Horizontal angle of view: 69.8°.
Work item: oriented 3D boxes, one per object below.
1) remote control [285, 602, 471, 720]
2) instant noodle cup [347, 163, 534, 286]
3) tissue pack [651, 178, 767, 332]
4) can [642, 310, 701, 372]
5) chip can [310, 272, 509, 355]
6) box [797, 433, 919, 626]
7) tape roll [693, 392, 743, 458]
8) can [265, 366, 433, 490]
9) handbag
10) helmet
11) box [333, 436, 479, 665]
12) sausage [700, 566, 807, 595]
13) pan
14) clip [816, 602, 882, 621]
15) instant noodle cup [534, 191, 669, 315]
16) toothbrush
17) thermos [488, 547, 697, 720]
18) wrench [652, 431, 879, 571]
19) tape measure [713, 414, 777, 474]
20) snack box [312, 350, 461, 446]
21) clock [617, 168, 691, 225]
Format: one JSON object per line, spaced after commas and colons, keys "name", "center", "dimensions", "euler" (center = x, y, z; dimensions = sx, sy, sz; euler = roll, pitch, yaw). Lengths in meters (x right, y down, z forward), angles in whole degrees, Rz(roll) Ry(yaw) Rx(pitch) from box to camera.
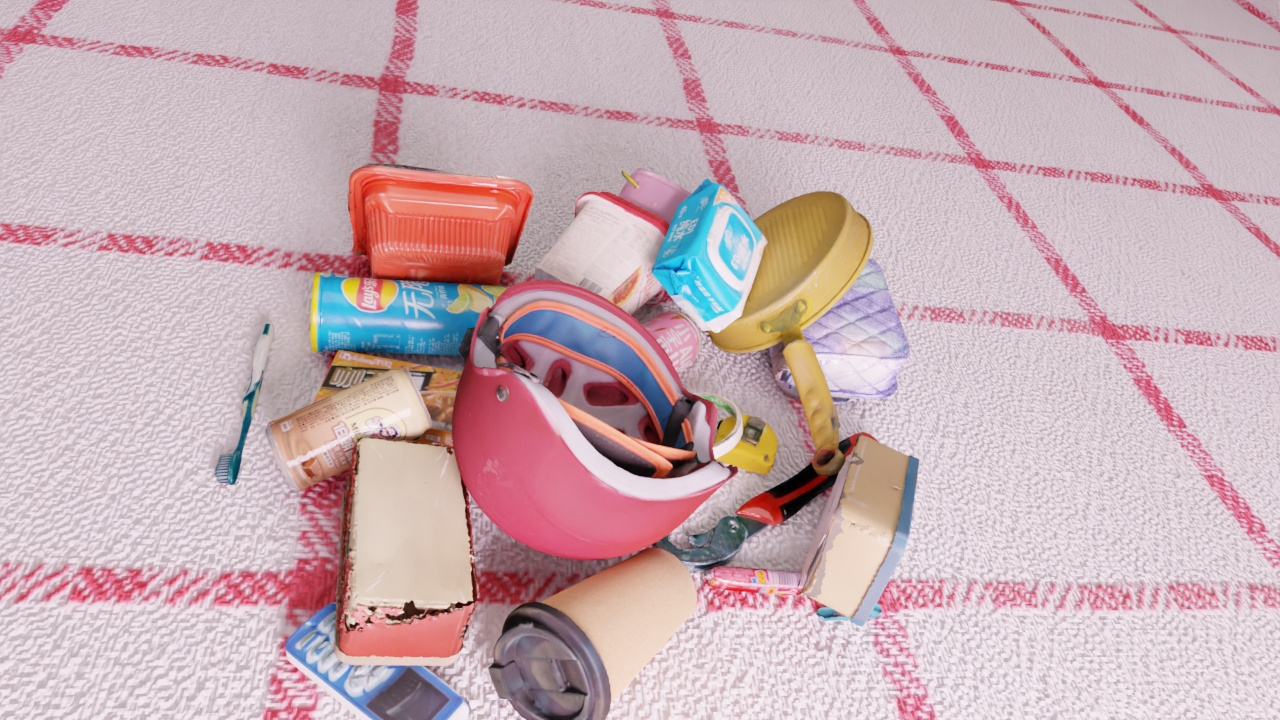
{"name": "remote control", "center": [-0.175, 0.211, 0.605], "dimensions": [0.125, 0.024, 0.048], "euler": [30, 43, 18]}
{"name": "instant noodle cup", "center": [-0.193, -0.110, 0.872], "dimensions": [0.164, 0.189, 0.079], "euler": [2, 73, -14]}
{"name": "tissue pack", "center": [0.070, -0.103, 0.889], "dimensions": [0.090, 0.063, 0.139], "euler": [47, 45, -26]}
{"name": "can", "center": [-0.005, 0.005, 0.865], "dimensions": [0.058, 0.058, 0.146], "euler": [35, 44, 21]}
{"name": "chip can", "center": [-0.191, -0.039, 0.847], "dimensions": [0.210, 0.071, 0.071], "euler": [2, 42, -15]}
{"name": "box", "center": [0.174, 0.130, 0.726], "dimensions": [0.060, 0.090, 0.183], "euler": [23, 25, 9]}
{"name": "tape roll", "center": [0.049, 0.060, 0.832], "dimensions": [0.086, 0.014, 0.085], "euler": [-7, 35, 5]}
{"name": "can", "center": [-0.227, 0.052, 0.720], "dimensions": [0.116, 0.059, 0.058], "euler": [-25, 53, -16]}
{"name": "handbag", "center": [0.198, -0.038, 0.966], "dimensions": [0.134, 0.076, 0.193], "euler": [6, 40, -4]}
{"name": "helmet", "center": [-0.055, 0.054, 0.704], "dimensions": [0.206, 0.144, 0.239], "euler": [23, 25, -24]}
{"name": "box", "center": [-0.167, 0.123, 0.646], "dimensions": [0.091, 0.076, 0.168], "euler": [8, 32, -21]}
{"name": "sausage", "center": [0.123, 0.179, 0.739], "dimensions": [0.155, 0.020, 0.020], "euler": [6, 42, -11]}
{"name": "pan", "center": [0.146, -0.034, 0.872], "dimensions": [0.078, 0.198, 0.356], "euler": [45, 27, -25]}
{"name": "clip", "center": [0.171, 0.197, 0.732], "dimensions": [0.054, 0.033, 0.013], "euler": [12, 41, -26]}
{"name": "instant noodle cup", "center": [-0.042, -0.089, 0.927], "dimensions": [0.117, 0.117, 0.124], "euler": [29, 53, 16]}
{"name": "toothbrush", "center": [-0.330, 0.029, 0.770], "dimensions": [0.018, 0.016, 0.191], "euler": [-4, 44, -6]}
{"name": "thermos", "center": [-0.027, 0.188, 0.636], "dimensions": [0.093, 0.093, 0.142], "euler": [37, 37, 23]}
{"name": "wrench", "center": [0.124, 0.120, 0.810], "dimensions": [0.272, 0.016, 0.056], "euler": [-20, 52, -34]}
{"name": "tape measure", "center": [0.098, 0.074, 0.843], "dimensions": [0.060, 0.029, 0.057], "euler": [20, 40, 5]}
{"name": "snack box", "center": [-0.196, 0.036, 0.795], "dimensions": [0.153, 0.026, 0.075], "euler": [11, 40, -5]}
{"name": "clock", "center": [0.025, -0.156, 1.018], "dimensions": [0.117, 0.158, 0.060], "euler": [30, 87, 9]}
